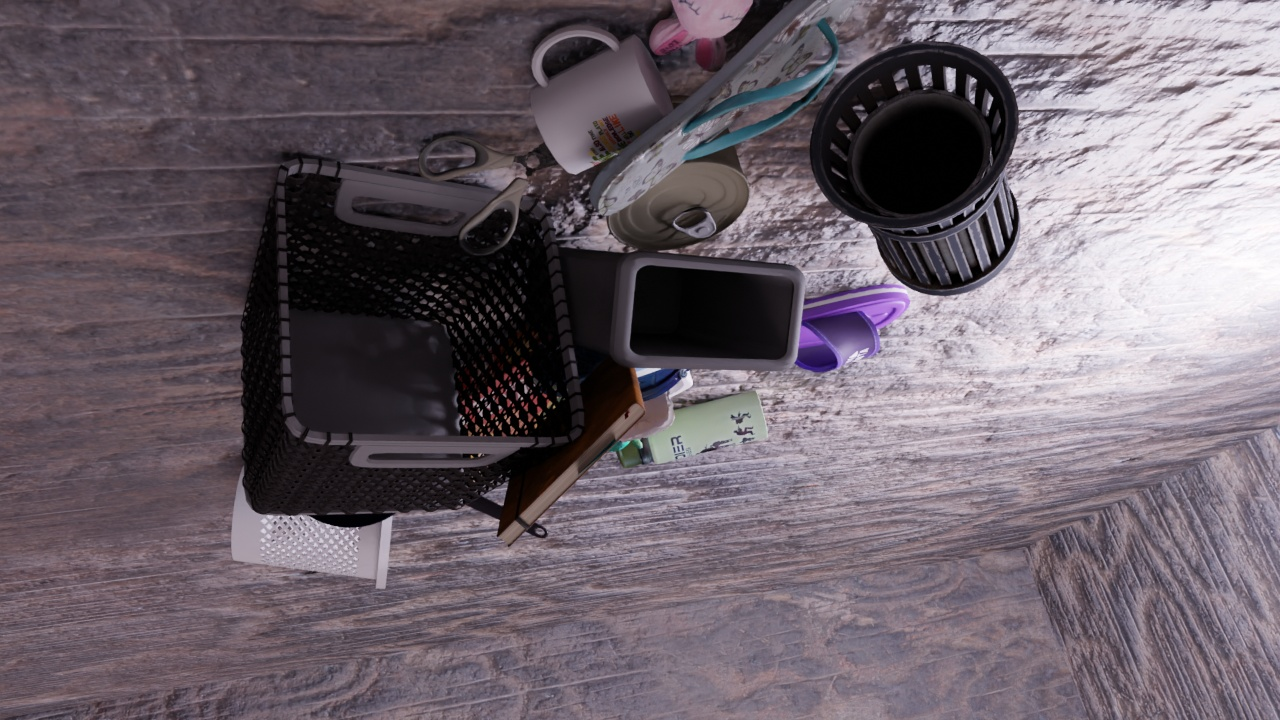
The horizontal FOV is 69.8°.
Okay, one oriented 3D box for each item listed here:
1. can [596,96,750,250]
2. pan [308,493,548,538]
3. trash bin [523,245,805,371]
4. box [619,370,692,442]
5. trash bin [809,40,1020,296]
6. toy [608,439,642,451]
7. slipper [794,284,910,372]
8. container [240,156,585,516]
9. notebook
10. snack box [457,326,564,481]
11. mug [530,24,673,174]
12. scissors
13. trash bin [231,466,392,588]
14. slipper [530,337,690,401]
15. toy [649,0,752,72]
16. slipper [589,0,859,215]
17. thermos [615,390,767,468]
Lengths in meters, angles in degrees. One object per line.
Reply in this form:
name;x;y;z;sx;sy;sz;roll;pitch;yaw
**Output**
can;0.026;-0.163;0.813;0.127;0.073;0.128;-10;155;-5
pan;-0.265;0.124;1.046;0.356;0.199;0.021;23;-173;8
trash bin;0.014;-0.056;0.883;0.191;0.097;0.220;2;-172;-28
box;0.010;0.047;1.168;0.109;0.136;0.128;-28;153;14
trash bin;0.268;-0.158;0.847;0.164;0.164;0.227;-22;157;20
toy;-0.074;0.107;1.295;0.193;0.131;0.072;-6;119;-58
slipper;0.226;-0.021;1.194;0.266;0.084;0.107;-10;155;-7
container;-0.229;0.001;0.845;0.247;0.245;0.244;4;154;-32
notebook;-0.068;0.074;0.842;0.178;0.014;0.249;-45;-168;7
snack box;-0.182;0.064;1.102;0.236;0.060;0.113;-33;128;8
mug;-0.036;-0.207;0.705;0.090;0.073;0.105;-21;128;18
scissors;-0.110;-0.160;0.769;0.162;0.012;0.158;22;103;-9
trash bin;-0.449;0.214;1.276;0.199;0.195;0.196;5;151;-15
slipper;-0.006;0.006;1.053;0.252;0.105;0.095;-17;122;-35
toy;0.047;-0.254;0.665;0.063;0.047;0.110;3;155;-13
slipper;0.078;-0.190;0.697;0.269;0.054;0.098;-40;171;1
thermos;0.073;0.106;1.403;0.231;0.082;0.082;-13;155;3
